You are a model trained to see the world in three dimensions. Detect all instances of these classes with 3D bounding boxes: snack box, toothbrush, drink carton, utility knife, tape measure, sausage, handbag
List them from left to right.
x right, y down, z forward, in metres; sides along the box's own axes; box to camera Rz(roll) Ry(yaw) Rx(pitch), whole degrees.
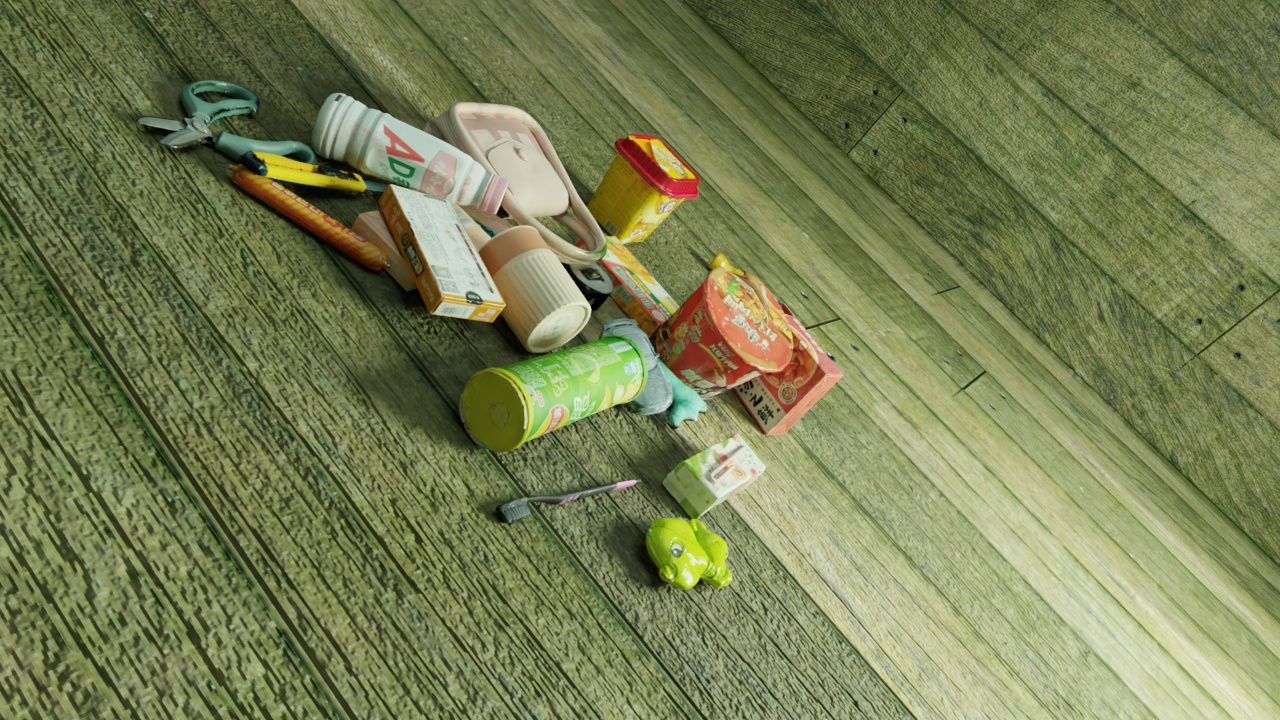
[{"bbox_3d":[-0.302,-0.130,0.841,0.165,0.021,0.021,33,28,-14],"label":"sausage"},{"bbox_3d":[-0.304,-0.182,0.900,0.033,0.015,0.215,44,19,15],"label":"utility knife"},{"bbox_3d":[-0.214,-0.121,0.935,0.084,0.026,0.157,45,28,6],"label":"snack box"},{"bbox_3d":[-0.191,-0.103,0.879,0.075,0.026,0.153,8,43,-48],"label":"snack box"},{"bbox_3d":[-0.133,-0.193,1.072,0.234,0.094,0.192,46,24,8],"label":"handbag"},{"bbox_3d":[-0.055,0.119,0.796,0.188,0.014,0.017,-1,58,-54],"label":"toothbrush"},{"bbox_3d":[-0.066,-0.091,1.074,0.065,0.034,0.065,52,29,18],"label":"tape measure"},{"bbox_3d":[-0.012,-0.095,1.156,0.156,0.027,0.076,49,29,16],"label":"snack box"},{"bbox_3d":[0.078,0.115,0.936,0.053,0.046,0.122,49,28,14],"label":"drink carton"},{"bbox_3d":[0.167,0.009,1.135,0.044,0.113,0.127,4,44,-48],"label":"snack box"}]

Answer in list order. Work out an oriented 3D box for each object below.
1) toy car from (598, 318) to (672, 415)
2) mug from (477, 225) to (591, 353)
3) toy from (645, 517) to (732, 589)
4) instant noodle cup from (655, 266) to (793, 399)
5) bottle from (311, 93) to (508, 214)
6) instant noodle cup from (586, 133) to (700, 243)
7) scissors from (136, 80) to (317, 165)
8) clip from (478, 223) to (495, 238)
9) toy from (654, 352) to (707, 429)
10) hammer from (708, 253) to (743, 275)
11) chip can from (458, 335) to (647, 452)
[{"bbox_3d":[-0.006,0.006,0.984,0.054,0.037,0.120,-9,53,-21],"label":"toy car"},{"bbox_3d":[-0.107,-0.067,0.947,0.106,0.081,0.114,54,0,20],"label":"mug"},{"bbox_3d":[0.041,0.171,0.822,0.100,0.031,0.096,34,27,-22],"label":"toy"},{"bbox_3d":[0.092,-0.023,1.068,0.137,0.109,0.137,25,47,-30],"label":"instant noodle cup"},{"bbox_3d":[-0.236,-0.209,0.954,0.197,0.068,0.068,22,30,-9],"label":"bottle"},{"bbox_3d":[-0.001,-0.233,1.271,0.116,0.124,0.116,47,28,13],"label":"instant noodle cup"},{"bbox_3d":[-0.379,-0.208,0.864,0.171,0.019,0.176,35,26,-12],"label":"scissors"},{"bbox_3d":[-0.174,-0.140,1.025,0.014,0.047,0.057,19,32,-34],"label":"clip"},{"bbox_3d":[0.034,0.037,1.016,0.092,0.030,0.096,37,33,-2],"label":"toy"},{"bbox_3d":[0.116,-0.072,1.282,0.129,0.033,0.299,41,27,3],"label":"hammer"},{"bbox_3d":[-0.071,0.025,0.851,0.072,0.073,0.220,48,28,13],"label":"chip can"}]
